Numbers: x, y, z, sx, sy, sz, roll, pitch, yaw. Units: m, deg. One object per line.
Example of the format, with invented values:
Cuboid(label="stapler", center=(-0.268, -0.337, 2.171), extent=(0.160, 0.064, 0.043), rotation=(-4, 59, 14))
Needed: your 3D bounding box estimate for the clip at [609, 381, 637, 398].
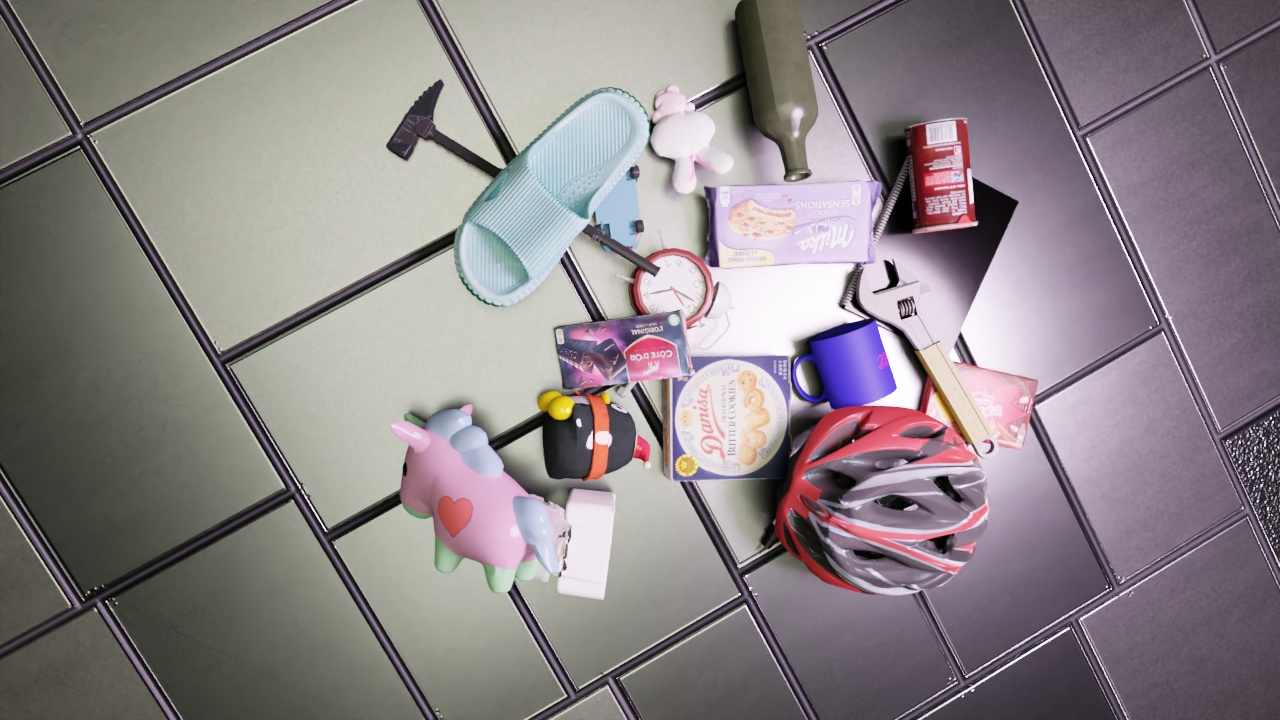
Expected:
Cuboid(label="clip", center=(-0.004, 0.007, 1.050), extent=(0.047, 0.023, 0.076), rotation=(44, 87, 8))

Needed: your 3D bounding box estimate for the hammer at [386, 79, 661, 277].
Cuboid(label="hammer", center=(-0.115, -0.187, 1.004), extent=(0.325, 0.015, 0.095), rotation=(32, 87, 0))

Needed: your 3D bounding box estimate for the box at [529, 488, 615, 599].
Cuboid(label="box", center=(-0.096, 0.197, 1.015), extent=(0.130, 0.103, 0.110), rotation=(5, 94, 0))

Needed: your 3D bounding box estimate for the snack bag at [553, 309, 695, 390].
Cuboid(label="snack bag", center=(-0.020, -0.011, 1.022), extent=(0.155, 0.018, 0.074), rotation=(-7, 99, 16))

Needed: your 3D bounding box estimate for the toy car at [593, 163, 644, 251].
Cuboid(label="toy car", center=(-0.029, -0.178, 1.035), extent=(0.060, 0.027, 0.108), rotation=(-8, 105, -7))

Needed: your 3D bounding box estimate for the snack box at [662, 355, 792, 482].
Cuboid(label="snack box", center=(0.100, 0.066, 1.060), extent=(0.145, 0.042, 0.144), rotation=(-1, 93, -8))

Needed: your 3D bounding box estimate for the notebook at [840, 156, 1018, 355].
Cuboid(label="notebook", center=(0.345, -0.128, 1.096), extent=(0.149, 0.016, 0.206), rotation=(24, 90, -10))

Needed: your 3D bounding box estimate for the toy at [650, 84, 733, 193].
Cuboid(label="toy", center=(0.050, -0.251, 1.033), extent=(0.076, 0.037, 0.125), rotation=(-25, 76, -2))

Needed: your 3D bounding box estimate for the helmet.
Cuboid(label="helmet", center=(0.282, 0.165, 1.031), extent=(0.271, 0.167, 0.218), rotation=(9, 108, -28))

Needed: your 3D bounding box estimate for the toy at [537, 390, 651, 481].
Cuboid(label="toy", center=(-0.051, 0.084, 1.018), extent=(0.119, 0.097, 0.099), rotation=(1, 93, -17))

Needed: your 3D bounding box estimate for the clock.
Cuboid(label="clock", center=(0.043, -0.072, 1.041), extent=(0.096, 0.048, 0.137), rotation=(-45, 97, -3))

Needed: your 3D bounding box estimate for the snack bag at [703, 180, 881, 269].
Cuboid(label="snack bag", center=(0.173, -0.155, 1.048), extent=(0.205, 0.058, 0.096), rotation=(-2, 96, -7))

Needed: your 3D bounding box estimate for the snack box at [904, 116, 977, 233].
Cuboid(label="snack box", center=(0.341, -0.209, 1.044), extent=(0.072, 0.072, 0.121), rotation=(-7, 95, -7))

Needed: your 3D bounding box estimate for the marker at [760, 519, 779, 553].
Cuboid(label="marker", center=(0.185, 0.170, 1.091), extent=(0.019, 0.019, 0.145), rotation=(36, 88, -9))

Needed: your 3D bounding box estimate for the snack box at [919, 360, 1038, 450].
Cuboid(label="snack box", center=(0.408, 0.052, 1.112), extent=(0.133, 0.021, 0.089), rotation=(12, 91, -7))

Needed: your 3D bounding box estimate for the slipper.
Cuboid(label="slipper", center=(-0.094, -0.180, 0.965), extent=(0.116, 0.069, 0.276), rotation=(40, 85, 3))

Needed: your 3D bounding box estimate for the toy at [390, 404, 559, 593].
Cuboid(label="toy", center=(-0.172, 0.142, 0.969), extent=(0.222, 0.119, 0.171), rotation=(12, 104, 31))

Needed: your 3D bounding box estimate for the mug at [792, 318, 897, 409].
Cuboid(label="mug", center=(0.230, 0.008, 1.063), extent=(0.111, 0.079, 0.083), rotation=(-17, 96, 19))

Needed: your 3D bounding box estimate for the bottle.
Cuboid(label="bottle", center=(0.155, -0.300, 1.012), extent=(0.071, 0.071, 0.206), rotation=(-8, 83, -7))

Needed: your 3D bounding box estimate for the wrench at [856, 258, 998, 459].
Cuboid(label="wrench", center=(0.343, 0.001, 1.080), extent=(0.083, 0.018, 0.273), rotation=(-31, 95, -4))
